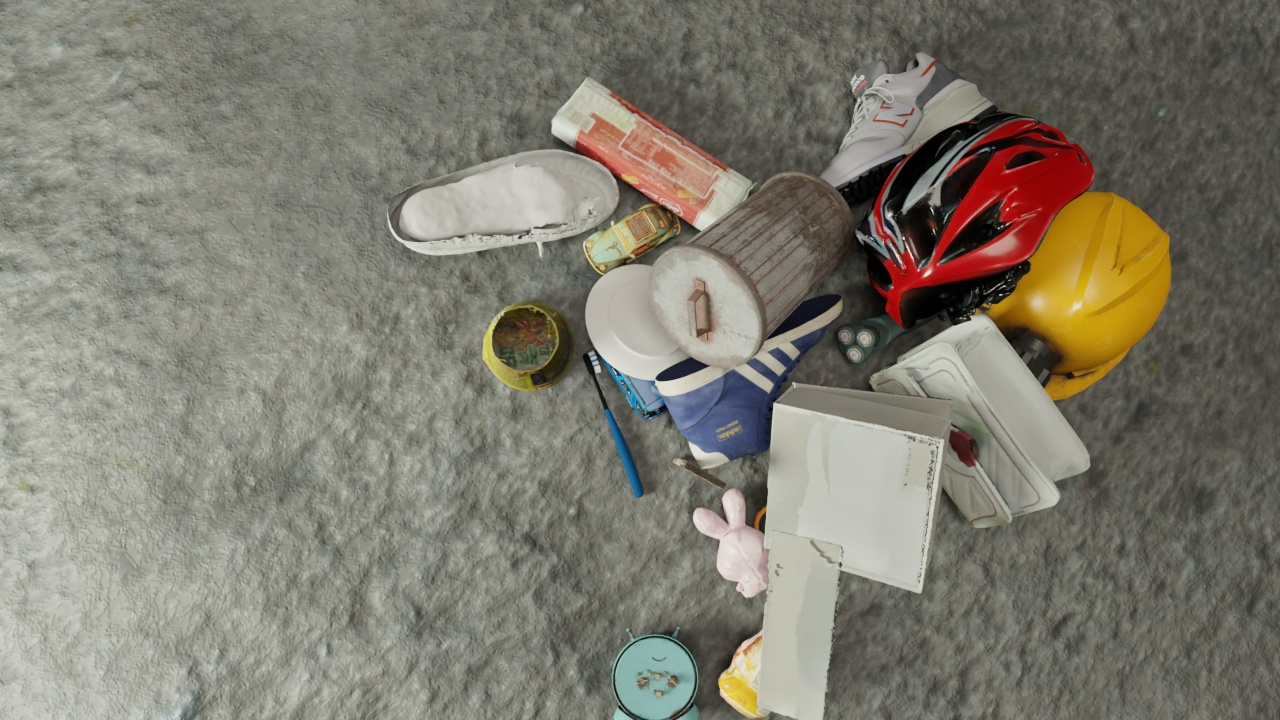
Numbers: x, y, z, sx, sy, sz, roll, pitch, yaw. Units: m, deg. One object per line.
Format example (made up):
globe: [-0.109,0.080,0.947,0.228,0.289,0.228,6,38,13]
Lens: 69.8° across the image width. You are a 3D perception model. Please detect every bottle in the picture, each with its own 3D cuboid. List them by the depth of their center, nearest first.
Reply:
bottle: [0.131,0.316,0.960,0.063,0.063,0.108,35,84,1]

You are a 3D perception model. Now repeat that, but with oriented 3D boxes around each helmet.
helmet: [0.331,-0.149,0.925,0.271,0.218,0.167,-38,88,-33]
helmet: [0.470,-0.082,0.978,0.205,0.131,0.255,38,83,2]

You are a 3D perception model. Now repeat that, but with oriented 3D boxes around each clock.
clock: [0.016,0.343,0.958,0.090,0.053,0.124,-1,84,-2]

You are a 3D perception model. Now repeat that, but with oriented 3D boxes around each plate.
plate: [0.008,-0.044,0.981,0.134,0.011,0.134,6,68,-16]

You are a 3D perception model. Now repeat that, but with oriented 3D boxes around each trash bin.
trash bin: [0.112,-0.093,0.922,0.131,0.131,0.210,48,53,2]

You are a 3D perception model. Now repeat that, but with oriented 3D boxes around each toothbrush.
toothbrush: [-0.029,0.070,1.000,0.014,0.014,0.167,-20,87,-16]

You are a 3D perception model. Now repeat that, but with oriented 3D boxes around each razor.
razor: [0.285,-0.044,1.013,0.142,0.052,0.047,-26,88,-14]

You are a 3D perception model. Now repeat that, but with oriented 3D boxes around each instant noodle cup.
instant noodle cup: [-0.119,-0.018,0.958,0.102,0.108,0.102,0,86,-4]

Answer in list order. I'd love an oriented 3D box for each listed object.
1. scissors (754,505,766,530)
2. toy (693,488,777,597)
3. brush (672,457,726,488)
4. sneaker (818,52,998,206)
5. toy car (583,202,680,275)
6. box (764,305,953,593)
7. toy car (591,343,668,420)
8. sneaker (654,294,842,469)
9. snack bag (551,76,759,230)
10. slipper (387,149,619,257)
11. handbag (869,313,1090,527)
scissors: [0.176,0.150,1.002,0.070,0.013,0.130,29,85,0]
toy: [0.104,0.196,0.979,0.063,0.047,0.110,-27,79,-3]
brush: [0.050,0.109,0.935,0.045,0.143,0.008,30,85,-8]
sneaker: [0.265,-0.264,1.015,0.239,0.089,0.124,-27,77,-13]
toy car: [-0.007,-0.139,1.004,0.112,0.047,0.047,-31,85,-9]
box: [0.249,0.071,1.037,0.172,0.402,0.169,6,112,13]
toy car: [-0.006,0.006,0.993,0.056,0.043,0.120,-32,86,-5]
sneaker: [0.137,0.028,0.977,0.232,0.091,0.118,-26,105,-22]
snack bag: [0.014,-0.223,1.012,0.225,0.041,0.077,34,68,0]
slipper: [-0.144,-0.161,0.987,0.246,0.074,0.112,-13,99,-11]
handbag: [0.343,0.069,0.955,0.096,0.142,0.198,-33,85,-36]
